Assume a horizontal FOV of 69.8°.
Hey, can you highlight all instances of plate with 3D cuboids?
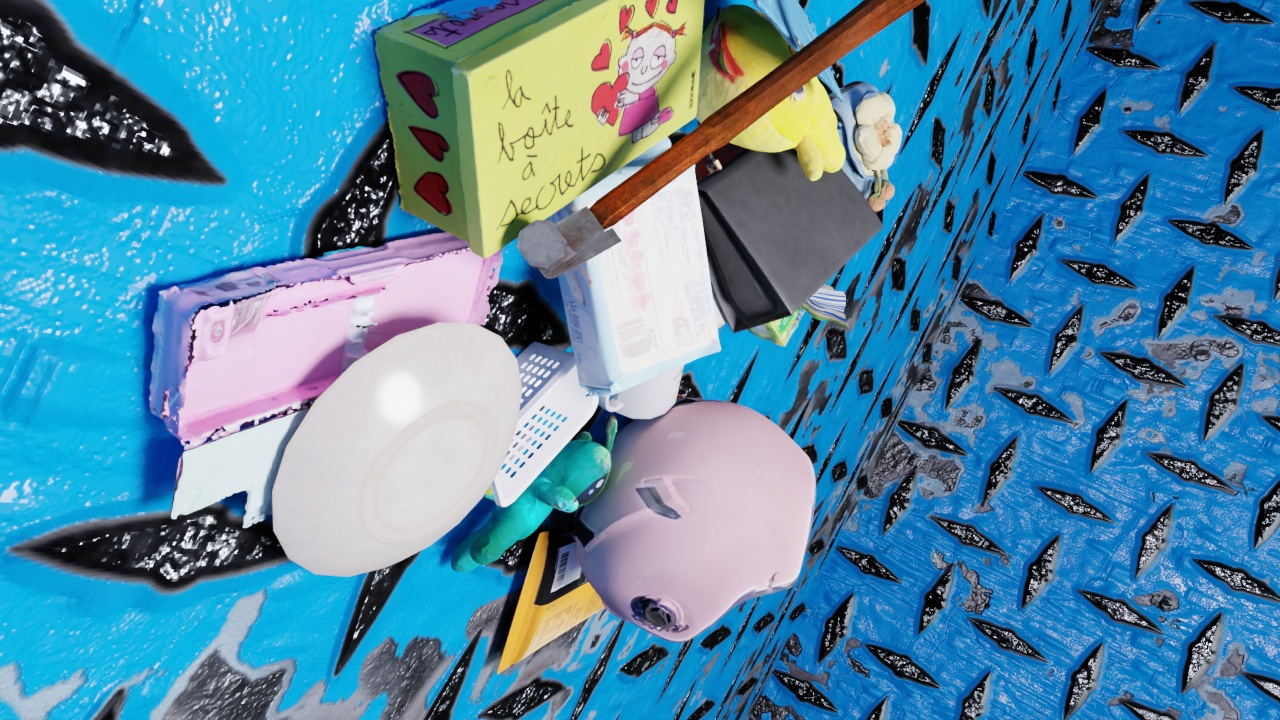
[{"bbox_3d":[-0.140,0.065,0.586,0.188,0.027,0.189,-36,144,-32],"label":"plate"}]

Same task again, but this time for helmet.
[{"bbox_3d":[0.032,0.136,0.879,0.152,0.256,0.229,47,39,-28],"label":"helmet"}]

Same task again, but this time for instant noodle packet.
[{"bbox_3d":[-0.069,0.233,0.997,0.220,0.032,0.160,-10,121,-61],"label":"instant noodle packet"}]

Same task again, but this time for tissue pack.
[{"bbox_3d":[-0.007,-0.072,0.695,0.111,0.070,0.182,-20,109,-29],"label":"tissue pack"},{"bbox_3d":[0.163,-0.084,1.010,0.120,0.141,0.197,-64,156,1],"label":"tissue pack"}]

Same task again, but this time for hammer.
[{"bbox_3d":[0.055,-0.149,0.576,0.300,0.028,0.111,-36,180,1],"label":"hammer"}]

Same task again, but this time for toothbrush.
[{"bbox_3d":[-0.068,0.011,0.801,0.181,0.010,0.010,-59,152,-11],"label":"toothbrush"}]

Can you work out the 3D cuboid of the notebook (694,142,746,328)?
[{"bbox_3d":[0.060,-0.108,0.827,0.208,0.012,0.153,-32,107,-45],"label":"notebook"}]

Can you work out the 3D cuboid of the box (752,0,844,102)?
[{"bbox_3d":[0.076,-0.278,0.639,0.231,0.034,0.174,2,67,-65],"label":"box"}]

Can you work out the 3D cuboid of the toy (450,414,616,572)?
[{"bbox_3d":[-0.087,0.114,0.803,0.192,0.072,0.131,-38,-176,-39],"label":"toy"}]

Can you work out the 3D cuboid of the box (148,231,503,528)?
[{"bbox_3d":[-0.178,0.010,0.548,0.229,0.035,0.160,-25,138,-55],"label":"box"}]

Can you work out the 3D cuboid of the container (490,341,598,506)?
[{"bbox_3d":[-0.092,0.044,0.735,0.129,0.049,0.081,-48,152,-32],"label":"container"}]

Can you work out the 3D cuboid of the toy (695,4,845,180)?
[{"bbox_3d":[0.112,-0.224,0.783,0.207,0.133,0.092,14,148,-40],"label":"toy"}]

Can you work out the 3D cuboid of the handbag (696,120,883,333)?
[{"bbox_3d":[0.109,-0.158,0.831,0.175,0.072,0.196,-40,105,-38],"label":"handbag"}]

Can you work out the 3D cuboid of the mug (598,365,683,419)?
[{"bbox_3d":[-0.005,0.005,0.832,0.105,0.073,0.090,-44,156,-37],"label":"mug"}]

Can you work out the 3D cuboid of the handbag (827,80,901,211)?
[{"bbox_3d":[0.237,-0.217,1.056,0.121,0.119,0.192,-37,139,-46],"label":"handbag"}]

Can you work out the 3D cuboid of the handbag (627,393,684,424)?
[{"bbox_3d":[0.024,0.053,1.020,0.119,0.029,0.055,-19,133,-65],"label":"handbag"}]

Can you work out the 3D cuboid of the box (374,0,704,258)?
[{"bbox_3d":[-0.051,-0.171,0.565,0.220,0.081,0.125,-44,150,-40],"label":"box"}]
